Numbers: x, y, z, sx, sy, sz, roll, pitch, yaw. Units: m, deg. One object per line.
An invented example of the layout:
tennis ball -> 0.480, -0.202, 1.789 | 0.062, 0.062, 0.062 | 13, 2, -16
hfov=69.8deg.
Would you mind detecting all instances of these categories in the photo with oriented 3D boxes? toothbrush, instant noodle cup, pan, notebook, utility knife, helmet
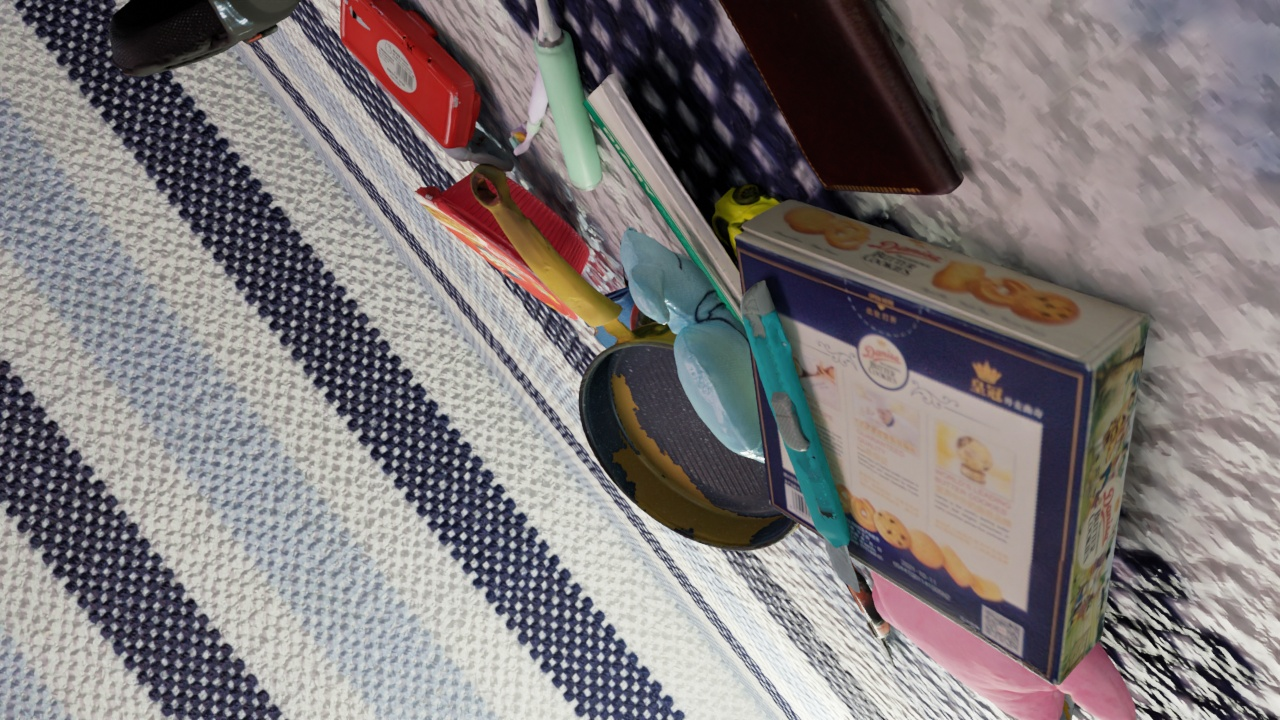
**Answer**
toothbrush -> -0.082, -0.199, 0.705 | 0.021, 0.029, 0.189 | 12, 172, -12
instant noodle cup -> -0.119, -0.120, 0.878 | 0.194, 0.066, 0.194 | 36, 176, 2
pan -> -0.004, 0.004, 0.669 | 0.198, 0.078, 0.357 | -12, 116, 44
notebook -> 0.032, -0.081, 0.576 | 0.209, 0.012, 0.150 | 54, -178, -14
utility knife -> 0.081, 0.043, 0.455 | 0.029, 0.013, 0.179 | 10, 126, 58
toothbrush -> -0.053, -0.189, 0.611 | 0.225, 0.026, 0.027 | 76, -164, -63
helmet -> -0.354, -0.369, 0.713 | 0.275, 0.229, 0.234 | 31, 151, 38

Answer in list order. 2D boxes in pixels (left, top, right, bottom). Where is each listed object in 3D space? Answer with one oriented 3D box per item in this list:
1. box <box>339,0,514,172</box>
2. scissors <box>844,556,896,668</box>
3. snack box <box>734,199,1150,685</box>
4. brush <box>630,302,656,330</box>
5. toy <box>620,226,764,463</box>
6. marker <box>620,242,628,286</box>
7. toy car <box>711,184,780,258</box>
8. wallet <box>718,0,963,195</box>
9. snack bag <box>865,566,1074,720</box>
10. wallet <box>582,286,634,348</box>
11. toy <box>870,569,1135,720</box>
box -> -0.211, -0.264, 0.878 | 0.201, 0.073, 0.155 | 46, 169, 23
scissors -> 0.213, 0.234, 0.866 | 0.192, 0.015, 0.207 | 60, -178, 5
snack box -> 0.129, 0.034, 0.429 | 0.178, 0.045, 0.183 | 30, 142, 45
brush -> 0.042, 0.003, 0.754 | 0.146, 0.063, 0.069 | 55, -163, -12
toy -> 0.045, -0.002, 0.557 | 0.161, 0.050, 0.156 | 26, -140, -57
marker -> -0.008, -0.072, 0.807 | 0.018, 0.015, 0.124 | 42, 166, 17
toy car -> 0.077, -0.061, 0.502 | 0.105, 0.032, 0.048 | 36, 160, 46
wallet -> 0.073, -0.121, 0.376 | 0.122, 0.020, 0.096 | 55, 172, -20
snack bag -> 0.227, 0.194, 0.682 | 0.110, 0.039, 0.191 | 47, 173, -37
wallet -> 0.012, -0.009, 0.837 | 0.133, 0.040, 0.106 | 48, 159, -13
toy -> 0.200, 0.154, 0.552 | 0.178, 0.074, 0.195 | 57, 161, -14
